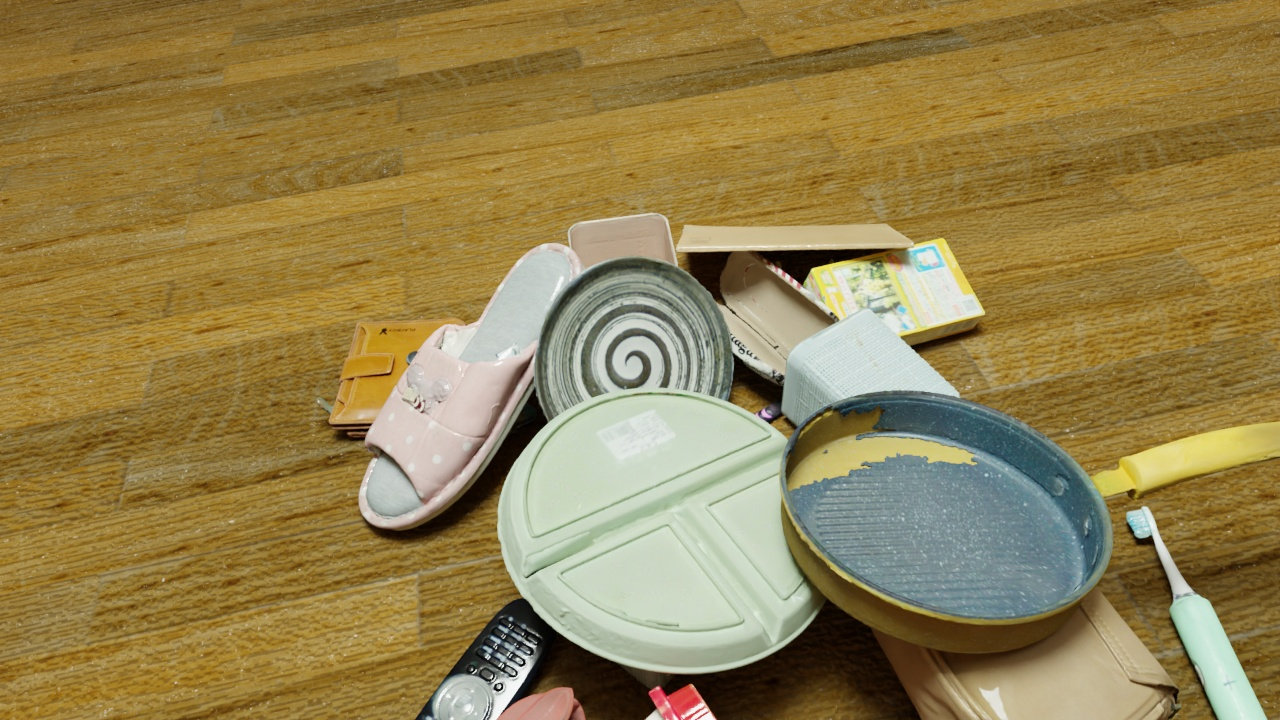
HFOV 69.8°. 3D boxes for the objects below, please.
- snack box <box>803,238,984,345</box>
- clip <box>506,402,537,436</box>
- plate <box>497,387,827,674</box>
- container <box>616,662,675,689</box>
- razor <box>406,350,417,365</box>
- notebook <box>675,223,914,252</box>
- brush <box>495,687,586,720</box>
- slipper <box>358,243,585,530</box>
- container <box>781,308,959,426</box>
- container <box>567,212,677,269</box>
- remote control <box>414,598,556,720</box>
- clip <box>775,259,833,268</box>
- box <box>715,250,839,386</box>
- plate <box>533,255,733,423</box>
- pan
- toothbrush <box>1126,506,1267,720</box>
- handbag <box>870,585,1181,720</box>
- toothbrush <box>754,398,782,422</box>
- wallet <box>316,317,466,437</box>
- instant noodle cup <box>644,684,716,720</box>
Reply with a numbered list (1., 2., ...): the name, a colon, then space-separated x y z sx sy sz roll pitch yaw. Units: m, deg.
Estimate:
1. snack box: 0.229 -0.055 0.831 0.140 0.034 0.086 -13 65 -15
2. clip: -0.116 0.056 0.799 0.024 0.028 0.056 32 48 29
3. plate: 0.021 0.099 0.612 0.230 0.028 0.229 5 42 -5
4. container: -0.006 0.154 0.638 0.114 0.090 0.090 33 57 29
5. razor: -0.139 0.002 0.832 0.142 0.022 0.042 -1 57 -15
6. notebook: 0.143 -0.119 0.889 0.211 0.012 0.149 0 14 6
7. brush: -0.090 0.258 0.555 0.063 0.069 0.145 37 59 28
8. slipper: -0.141 0.015 0.740 0.114 0.054 0.274 31 83 41
9. container: 0.184 0.035 0.734 0.089 0.090 0.111 -27 52 -19
10. container: -0.012 -0.059 0.830 0.090 0.111 0.090 -8 45 -1
11. remote control: -0.106 0.223 0.624 0.053 0.024 0.136 24 55 23
12. clip: 0.165 -0.058 0.864 0.098 0.035 0.099 -25 52 -15
13. box: 0.102 -0.040 0.821 0.085 0.075 0.162 -5 38 -37
14. plate: -0.004 0.004 0.750 0.179 0.179 0.024 -29 13 -21
15. pan: 0.264 0.076 0.571 0.357 0.078 0.197 -2 37 -5
16. toothbrush: 0.373 0.189 0.603 0.027 0.026 0.224 -19 43 18
17. handbag: 0.228 0.174 0.590 0.147 0.100 0.204 -9 45 -14
18. toothbrush: 0.111 0.043 0.783 0.188 0.018 0.014 -28 59 -22
19. wallet: -0.225 0.014 0.841 0.119 0.035 0.130 0 46 -2
20. instant noodle cup: 0.012 0.268 0.516 0.124 0.116 0.116 -34 51 -9
